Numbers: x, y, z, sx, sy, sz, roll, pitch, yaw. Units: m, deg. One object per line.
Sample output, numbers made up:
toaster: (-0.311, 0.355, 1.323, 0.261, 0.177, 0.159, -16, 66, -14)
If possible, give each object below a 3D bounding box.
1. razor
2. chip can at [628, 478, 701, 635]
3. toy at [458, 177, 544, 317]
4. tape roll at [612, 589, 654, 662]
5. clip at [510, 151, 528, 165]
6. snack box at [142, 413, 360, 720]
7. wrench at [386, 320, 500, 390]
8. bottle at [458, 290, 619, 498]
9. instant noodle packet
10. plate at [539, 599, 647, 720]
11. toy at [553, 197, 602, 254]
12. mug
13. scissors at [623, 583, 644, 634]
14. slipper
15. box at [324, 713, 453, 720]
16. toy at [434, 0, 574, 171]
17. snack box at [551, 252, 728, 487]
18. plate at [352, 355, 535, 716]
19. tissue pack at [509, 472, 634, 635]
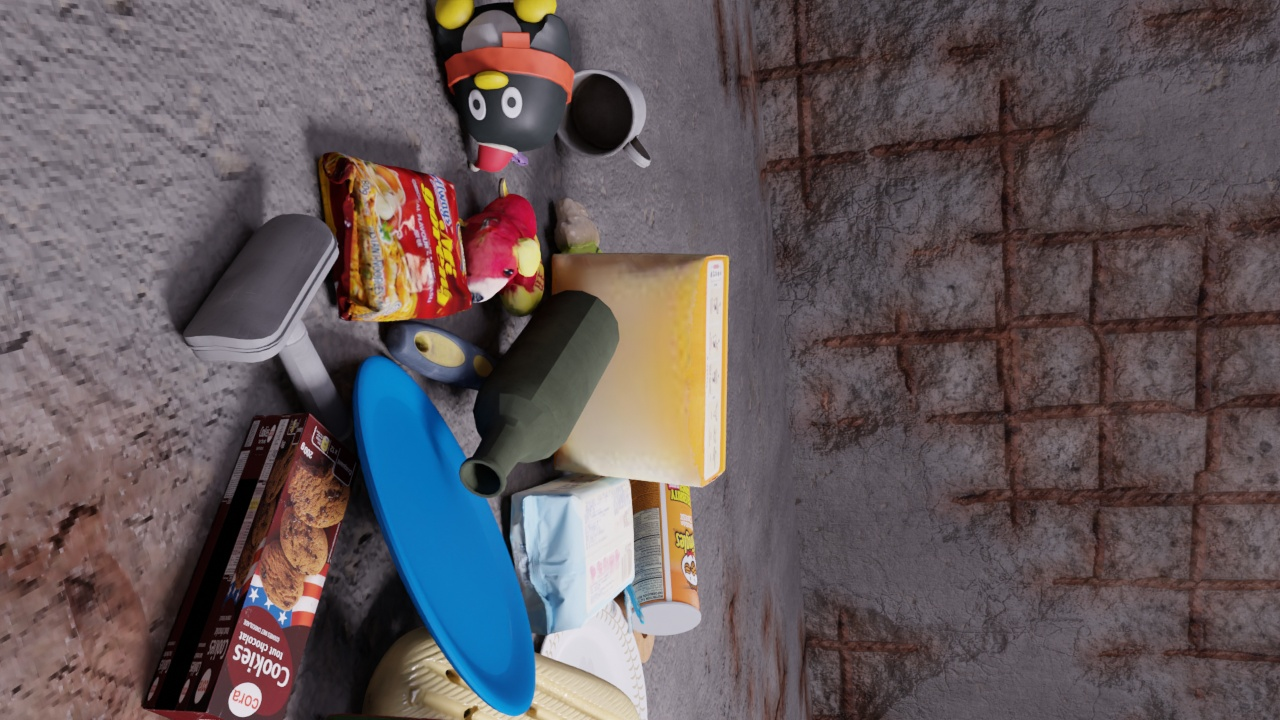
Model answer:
razor: (-0.173, -0.001, 0.466, 0.116, 0.047, 0.088, 83, 14, -45)
chip can: (0.020, 0.181, 0.996, 0.075, 0.075, 0.214, 69, 14, -49)
toy: (-0.102, -0.087, 0.701, 0.137, 0.067, 0.105, -13, 96, -82)
tape roll: (-0.008, 0.288, 1.025, 0.094, 0.027, 0.094, -3, 89, -75)
clip: (-0.107, -0.179, 0.788, 0.050, 0.014, 0.046, -80, 163, -50)
snack box: (-0.177, 0.099, 0.434, 0.051, 0.032, 0.140, 66, 26, -53)
wrench: (-0.116, 0.008, 0.696, 0.273, 0.022, 0.073, 35, 55, -72)
bottle: (-0.075, 0.023, 0.667, 0.206, 0.071, 0.071, -64, 147, -55)
instant noodle packet: (-0.149, -0.073, 0.566, 0.135, 0.040, 0.098, -17, 97, -73)
plate: (-0.048, 0.336, 0.850, 0.242, 0.016, 0.242, -9, 90, -69)
toy: (-0.058, -0.101, 0.891, 0.092, 0.046, 0.115, -13, 91, -69)
mug: (-0.029, -0.237, 0.916, 0.113, 0.084, 0.070, 45, 21, -5)
scissors: (-0.021, 0.202, 0.910, 0.134, 0.012, 0.134, -176, -102, -69)
slipper: (-0.098, 0.249, 0.622, 0.261, 0.079, 0.111, 45, 56, -43)
box: (-0.103, 0.275, 0.520, 0.050, 0.118, 0.206, -67, 149, -48)
toy: (-0.096, -0.202, 0.678, 0.099, 0.097, 0.119, 12, 78, -78)
snack box: (-0.005, 0.005, 0.799, 0.080, 0.145, 0.195, -18, 109, -65)
plate: (-0.120, 0.104, 0.543, 0.224, 0.024, 0.224, 135, -70, -90)
tissue pack: (-0.059, 0.158, 0.790, 0.181, 0.070, 0.112, -3, 90, -73)
